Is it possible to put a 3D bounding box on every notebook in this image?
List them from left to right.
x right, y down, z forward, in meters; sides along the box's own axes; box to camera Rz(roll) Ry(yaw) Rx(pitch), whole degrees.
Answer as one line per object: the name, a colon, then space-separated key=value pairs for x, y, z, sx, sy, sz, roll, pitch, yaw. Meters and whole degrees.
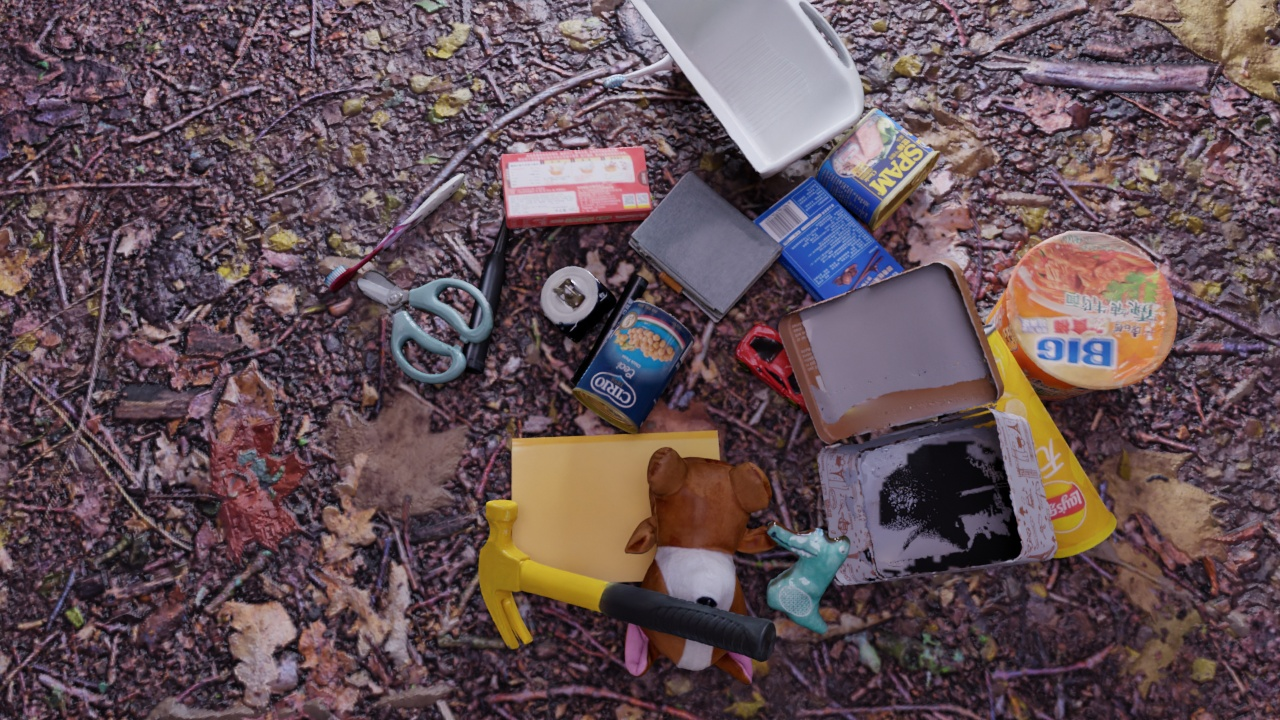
notebook: x=-0.023 y=0.142 z=0.889 sx=0.206 sy=0.010 sz=0.145 roll=-3 pitch=74 yaw=1

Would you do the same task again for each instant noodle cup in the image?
instant noodle cup: x=0.406 y=-0.032 z=0.874 sx=0.151 sy=0.111 sz=0.151 roll=0 pitch=74 yaw=1

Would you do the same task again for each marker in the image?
marker: x=-0.031 y=-0.029 z=0.934 sx=0.022 sy=0.020 sz=0.132 roll=20 pitch=75 yaw=36

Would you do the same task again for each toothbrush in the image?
toothbrush: x=-0.259 y=-0.138 z=0.973 sx=0.187 sy=0.016 sz=0.017 roll=-43 pitch=68 yaw=-9
toothbrush: x=-0.154 y=-0.090 z=0.951 sx=0.027 sy=0.026 sz=0.212 roll=12 pitch=74 yaw=-8
toothbrush: x=0.063 y=-0.340 z=1.015 sx=0.221 sy=0.026 sz=0.027 roll=-21 pitch=117 yaw=-4

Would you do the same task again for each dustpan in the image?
dustpan: x=0.127 y=-0.305 z=0.908 sx=0.143 sy=0.257 sz=0.222 roll=-37 pitch=87 yaw=16

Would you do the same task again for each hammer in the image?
hammer: x=-0.026 y=0.203 z=0.780 sx=0.301 sy=0.032 sz=0.129 roll=4 pitch=93 yaw=36

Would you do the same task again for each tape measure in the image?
tape measure: x=-0.067 y=-0.060 z=0.929 sx=0.066 sy=0.033 sz=0.065 roll=42 pitch=87 yaw=23

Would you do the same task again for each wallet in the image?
wallet: x=0.065 y=-0.116 z=0.945 sx=0.130 sy=0.037 sz=0.106 roll=42 pitch=92 yaw=14

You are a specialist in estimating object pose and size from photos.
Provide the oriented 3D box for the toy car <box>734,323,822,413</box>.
toy car: x=0.146 y=0.008 z=0.913 sx=0.106 sy=0.031 sz=0.049 roll=39 pitch=80 yaw=9

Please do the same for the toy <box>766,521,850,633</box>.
toy: x=0.143 y=0.184 z=0.804 sx=0.096 sy=0.030 sz=0.092 roll=30 pitch=99 yaw=-4

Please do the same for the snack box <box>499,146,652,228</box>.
snack box: x=-0.068 y=-0.182 z=0.964 sx=0.153 sy=0.025 sz=0.075 roll=-5 pitch=73 yaw=-8

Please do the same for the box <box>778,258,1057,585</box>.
box: x=0.238 y=0.058 z=0.812 sx=0.179 sy=0.102 sz=0.260 roll=-21 pitch=70 yaw=39

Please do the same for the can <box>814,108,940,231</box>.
can: x=0.245 y=-0.200 z=0.956 sx=0.083 sy=0.057 sz=0.102 roll=42 pitch=79 yaw=14

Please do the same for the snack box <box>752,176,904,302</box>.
snack box: x=0.197 y=-0.108 z=0.946 sx=0.084 sy=0.026 sz=0.157 roll=-39 pitch=77 yaw=-9

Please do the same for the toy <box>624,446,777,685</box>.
toy: x=0.053 y=0.183 z=0.814 sx=0.140 sy=0.130 sz=0.199 roll=10 pitch=84 yaw=-3

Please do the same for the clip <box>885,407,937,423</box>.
clip: x=0.251 y=0.044 z=0.903 sx=0.101 sy=0.096 sz=0.035 roll=-15 pitch=70 yaw=41

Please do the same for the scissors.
scissors: x=-0.238 y=-0.030 z=0.930 sx=0.185 sy=0.019 sz=0.129 roll=12 pitch=76 yaw=21

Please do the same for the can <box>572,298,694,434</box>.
can: x=-0.005 y=0.005 z=0.894 sx=0.075 sy=0.075 sz=0.111 roll=31 pitch=76 yaw=10

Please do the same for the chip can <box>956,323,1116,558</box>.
chip can: x=0.349 y=0.073 z=0.842 sx=0.072 sy=0.072 sz=0.213 roll=-31 pitch=90 yaw=-7
